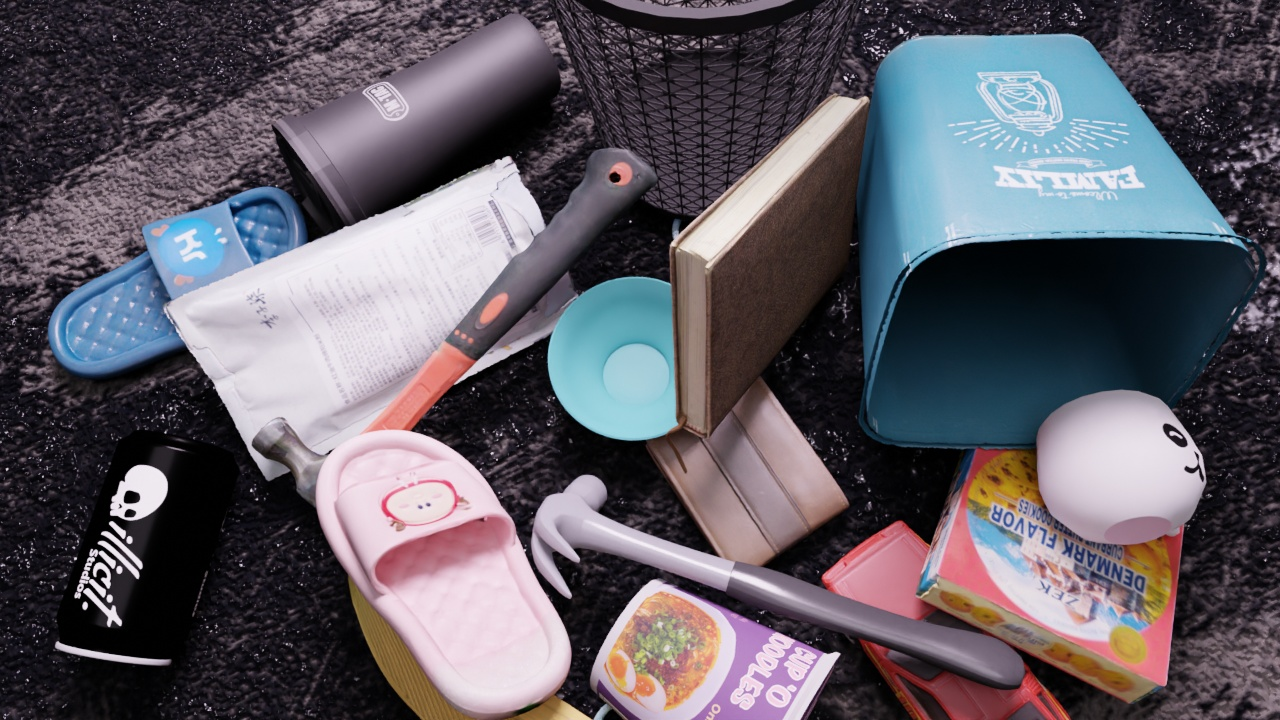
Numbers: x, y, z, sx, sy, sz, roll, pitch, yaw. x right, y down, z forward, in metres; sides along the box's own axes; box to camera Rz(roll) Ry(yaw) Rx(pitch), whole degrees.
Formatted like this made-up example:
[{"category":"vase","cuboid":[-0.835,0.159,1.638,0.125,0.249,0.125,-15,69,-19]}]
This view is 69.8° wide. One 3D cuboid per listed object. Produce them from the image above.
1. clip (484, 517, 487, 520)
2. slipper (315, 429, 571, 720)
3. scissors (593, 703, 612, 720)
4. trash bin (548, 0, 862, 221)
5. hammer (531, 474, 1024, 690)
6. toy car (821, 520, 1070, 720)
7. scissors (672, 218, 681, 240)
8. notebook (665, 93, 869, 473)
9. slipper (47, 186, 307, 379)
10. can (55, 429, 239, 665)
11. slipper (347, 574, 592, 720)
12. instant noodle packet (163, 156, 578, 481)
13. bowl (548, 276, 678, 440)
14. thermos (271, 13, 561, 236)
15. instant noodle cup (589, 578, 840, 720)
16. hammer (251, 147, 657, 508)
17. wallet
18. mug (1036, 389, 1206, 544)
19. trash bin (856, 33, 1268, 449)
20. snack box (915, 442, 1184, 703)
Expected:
[{"category":"clip","cuboid":[-0.107,0.119,0.653,0.023,0.050,0.058,-39,33,-12]},{"category":"slipper","cuboid":[-0.118,0.117,0.555,0.106,0.056,0.221,-19,49,-33]},{"category":"scissors","cuboid":[-0.040,0.260,0.607,0.130,0.012,0.116,22,72,11]},{"category":"trash bin","cuboid":[0.044,-0.229,0.631,0.217,0.243,0.216,-2,67,4]},{"category":"hammer","cuboid":[0.077,0.144,0.571,0.311,0.124,0.029,16,105,12]},{"category":"toy car","cuboid":[0.201,0.199,0.595,0.081,0.056,0.189,-33,71,-10]},{"category":"scissors","cuboid":[0.064,-0.133,0.730,0.125,0.013,0.129,22,70,11]},{"category":"notebook","cuboid":[0.087,-0.049,0.613,0.034,0.190,0.214,24,49,26]},{"category":"slipper","cuboid":[-0.352,-0.058,0.699,0.213,0.059,0.103,-32,76,-6]},{"category":"can","cuboid":[-0.334,0.126,0.626,0.080,0.080,0.145,9,73,5]},{"category":"slipper","cuboid":[-0.081,0.205,0.580,0.263,0.100,0.078,29,36,27]},{"category":"instant noodle packet","cuboid":[-0.187,-0.034,0.679,0.269,0.057,0.147,-26,101,-6]},{"category":"bowl","cuboid":[-0.004,0.004,0.669,0.121,0.046,0.121,-1,72,2]},{"category":"thermos","cuboid":[-0.170,-0.185,0.714,0.218,0.106,0.106,-36,74,-14]},{"category":"instant noodle cup","cuboid":[0.040,0.200,0.568,0.122,0.137,0.121,29,66,21]},{"category":"hammer","cuboid":[-0.114,-0.018,0.641,0.133,0.033,0.333,42,93,1]},{"category":"wallet","cuboid":[0.075,0.081,0.653,0.098,0.027,0.121,-33,74,-6]},{"category":"mug","cuboid":[0.302,0.076,0.566,0.123,0.090,0.076,30,44,-32]},{"category":"trash bin","cuboid":[0.235,-0.085,0.600,0.196,0.199,0.218,0,52,2]},{"category":"snack box","cuboid":[0.270,0.123,0.598,0.142,0.040,0.144,26,53,10]}]
